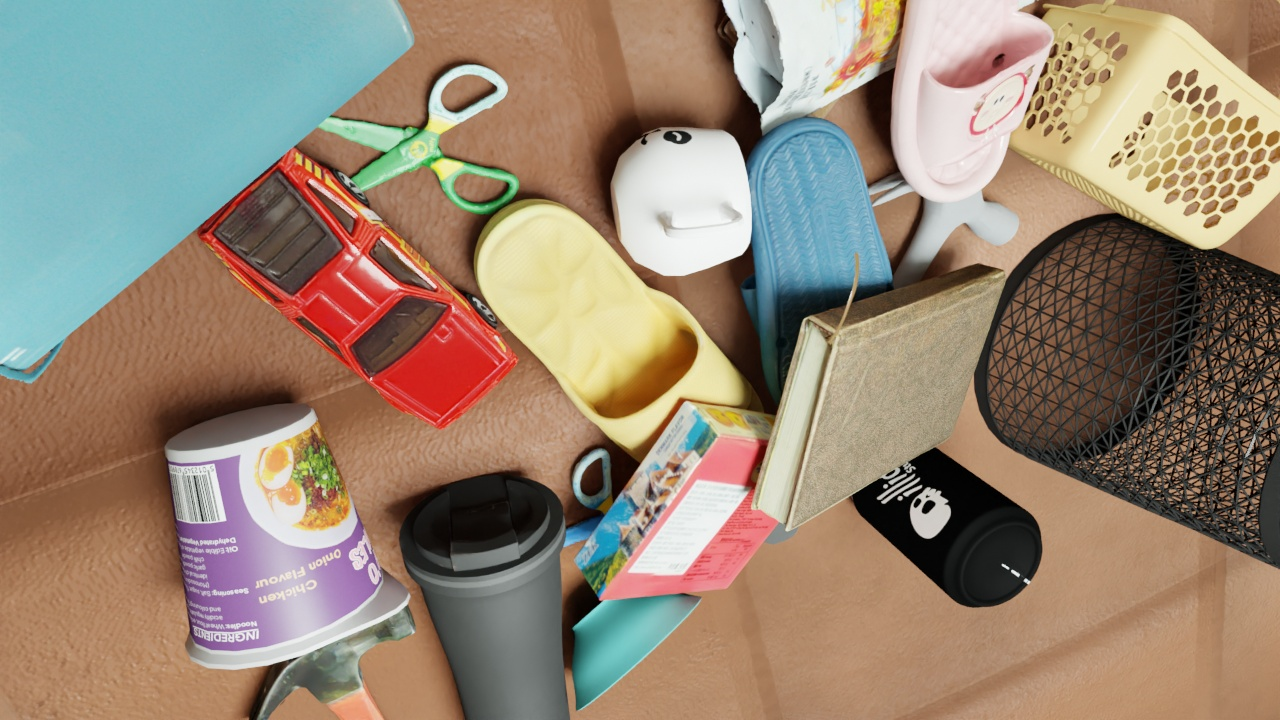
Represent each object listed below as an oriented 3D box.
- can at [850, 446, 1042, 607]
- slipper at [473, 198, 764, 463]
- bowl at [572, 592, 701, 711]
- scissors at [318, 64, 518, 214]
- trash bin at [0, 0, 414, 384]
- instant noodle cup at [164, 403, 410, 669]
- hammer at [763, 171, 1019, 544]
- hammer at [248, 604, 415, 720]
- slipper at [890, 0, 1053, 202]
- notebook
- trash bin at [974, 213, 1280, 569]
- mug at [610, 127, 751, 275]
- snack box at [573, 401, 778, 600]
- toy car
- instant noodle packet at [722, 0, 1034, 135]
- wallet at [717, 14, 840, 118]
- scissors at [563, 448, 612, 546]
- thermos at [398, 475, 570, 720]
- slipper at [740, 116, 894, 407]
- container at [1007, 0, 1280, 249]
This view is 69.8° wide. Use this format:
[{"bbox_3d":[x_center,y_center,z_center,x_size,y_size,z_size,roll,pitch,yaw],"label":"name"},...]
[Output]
[{"bbox_3d":[0.222,0.115,0.688,0.080,0.146,0.080,-7,112,-17],"label":"can"},{"bbox_3d":[-0.004,0.004,0.604,0.099,0.078,0.263,-42,119,3],"label":"slipper"},{"bbox_3d":[-0.015,0.198,0.677,0.121,0.121,0.046,-41,80,-1],"label":"bowl"},{"bbox_3d":[-0.130,-0.134,0.541,0.129,0.012,0.117,13,109,-22],"label":"scissors"},{"bbox_3d":[-0.241,-0.144,0.407,0.218,0.199,0.196,-39,118,-10],"label":"trash bin"},{"bbox_3d":[-0.216,0.095,0.546,0.137,0.121,0.122,-7,104,12],"label":"instant noodle cup"},{"bbox_3d":[0.161,0.002,0.690,0.125,0.029,0.311,21,102,-26],"label":"hammer"},{"bbox_3d":[-0.173,0.330,0.697,0.133,0.033,0.333,-26,117,-10],"label":"hammer"},{"bbox_3d":[0.203,-0.186,0.561,0.106,0.055,0.222,-35,140,-14],"label":"slipper"},{"bbox_3d":[0.168,0.001,0.611,0.214,0.034,0.190,-18,129,-40],"label":"notebook"},{"bbox_3d":[0.412,0.025,0.666,0.216,0.243,0.217,-7,112,-17],"label":"trash bin"},{"bbox_3d":[0.025,-0.091,0.550,0.076,0.123,0.090,-10,113,-5],"label":"mug"},{"bbox_3d":[0.047,0.100,0.637,0.142,0.040,0.145,11,119,-47],"label":"snack box"},{"bbox_3d":[-0.160,-0.036,0.543,0.081,0.056,0.189,-41,121,7],"label":"toy car"},{"bbox_3d":[0.174,-0.248,0.555,0.268,0.057,0.147,-30,133,-14],"label":"instant noodle packet"},{"bbox_3d":[0.118,-0.228,0.586,0.098,0.027,0.121,32,96,-30],"label":"wallet"},{"bbox_3d":[-0.018,0.116,0.678,0.125,0.013,0.130,-19,115,-11],"label":"scissors"},{"bbox_3d":[-0.095,0.189,0.634,0.105,0.106,0.219,-13,119,-15],"label":"thermos"},{"bbox_3d":[0.115,-0.059,0.612,0.103,0.059,0.214,-20,121,-11],"label":"slipper"},{"bbox_3d":[0.365,-0.189,0.632,0.183,0.129,0.167,20,109,-25],"label":"container"}]
